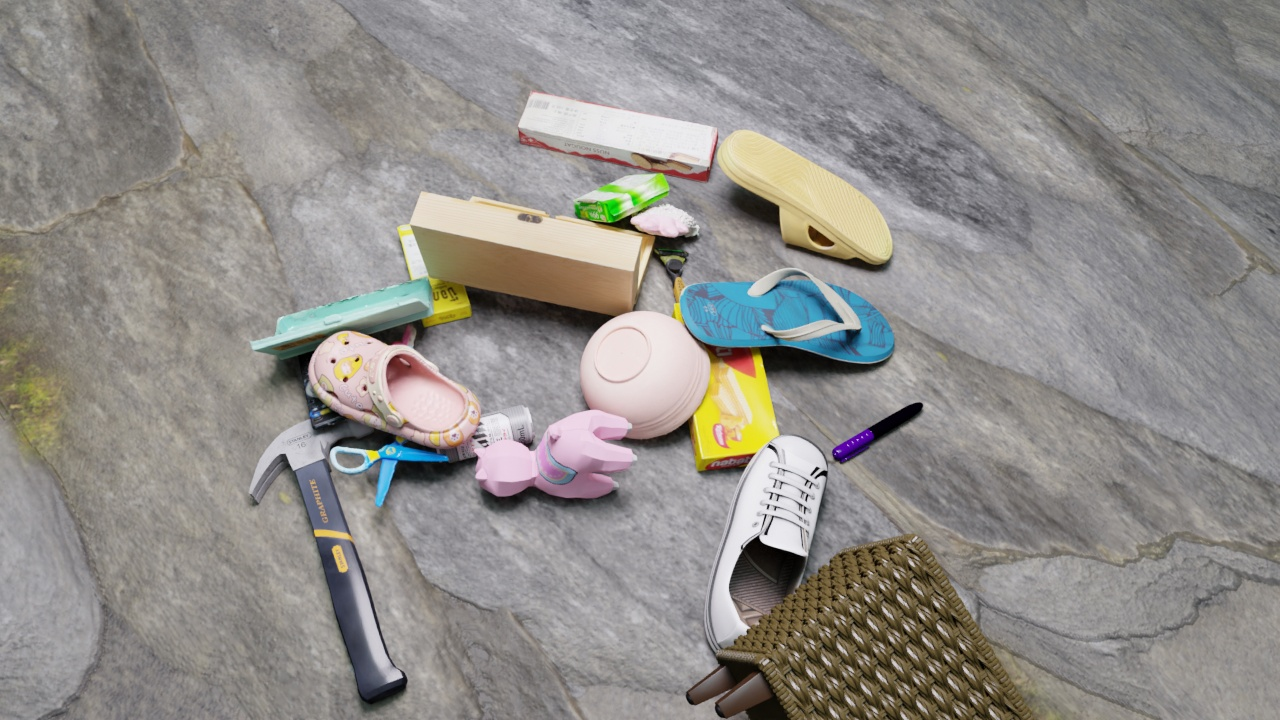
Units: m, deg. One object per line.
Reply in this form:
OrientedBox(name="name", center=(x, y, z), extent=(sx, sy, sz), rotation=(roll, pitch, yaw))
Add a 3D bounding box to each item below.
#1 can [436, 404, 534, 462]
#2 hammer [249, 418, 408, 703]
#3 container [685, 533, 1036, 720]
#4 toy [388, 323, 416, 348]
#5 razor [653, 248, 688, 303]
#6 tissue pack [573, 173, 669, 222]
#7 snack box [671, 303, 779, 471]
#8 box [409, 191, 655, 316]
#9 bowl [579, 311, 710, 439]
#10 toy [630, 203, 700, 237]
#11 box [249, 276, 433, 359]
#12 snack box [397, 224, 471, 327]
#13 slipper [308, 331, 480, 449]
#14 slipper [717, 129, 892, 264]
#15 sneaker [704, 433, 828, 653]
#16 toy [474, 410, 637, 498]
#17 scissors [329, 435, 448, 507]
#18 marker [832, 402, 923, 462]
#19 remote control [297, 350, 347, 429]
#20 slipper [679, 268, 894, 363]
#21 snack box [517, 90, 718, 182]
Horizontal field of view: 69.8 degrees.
OrientedBox(name="can", center=(-0.173, 0.081, 1.012), extent=(0.106, 0.044, 0.044), rotation=(-14, 58, -12))
OrientedBox(name="hammer", center=(-0.302, 0.194, 0.936), extent=(0.139, 0.035, 0.312), rotation=(-22, 61, -15))
OrientedBox(name="container", center=(0.199, 0.338, 0.745), extent=(0.204, 0.177, 0.321), rotation=(-28, 80, -14))
OrientedBox(name="toy", center=(-0.293, 0.008, 1.056), extent=(0.102, 0.050, 0.065), rotation=(-24, 37, 7))
OrientedBox(name="razor", center=(0.051, -0.084, 1.149), extent=(0.044, 0.021, 0.144), rotation=(2, 54, -23))
OrientedBox(name="tissue pack", center=(-0.028, -0.211, 1.188), extent=(0.099, 0.034, 0.114), rotation=(-28, 23, -20))
OrientedBox(name="snack box", center=(0.096, 0.024, 1.056), extent=(0.092, 0.042, 0.200), rotation=(-5, 63, -8))
OrientedBox(name="box", center=(-0.118, -0.129, 1.092), extent=(0.248, 0.119, 0.252), rotation=(13, 15, 3))
OrientedBox(name="bowl", center=(-0.006, 0.006, 1.019), extent=(0.153, 0.076, 0.152), rotation=(-9, 65, 20))
OrientedBox(name="toy", center=(0.029, -0.177, 1.170), extent=(0.096, 0.041, 0.108), rotation=(10, 16, 5))
OrientedBox(name="box", center=(-0.330, -0.045, 1.040), extent=(0.187, 0.055, 0.138), rotation=(-16, 21, -1))
OrientedBox(name="snack box", center=(-0.258, -0.112, 1.145), extent=(0.061, 0.026, 0.148), rotation=(-14, 59, -13))
OrientedBox(name="slipper", center=(-0.261, 0.024, 0.960), extent=(0.197, 0.082, 0.093), rotation=(26, 59, 9))
OrientedBox(name="slipper", center=(0.210, -0.204, 1.202), extent=(0.263, 0.079, 0.099), rotation=(30, 55, -8))
OrientedBox(name="sneaker", center=(0.135, 0.177, 0.919), extent=(0.091, 0.097, 0.244), rotation=(27, 62, -2))
OrientedBox(name="toy", center=(-0.092, 0.103, 0.966), extent=(0.157, 0.124, 0.067), rotation=(4, 55, -20))
OrientedBox(name="scissors", center=(-0.265, 0.096, 0.970), extent=(0.127, 0.013, 0.125), rotation=(2, 58, 5))
OrientedBox(name="marker", center=(0.276, 0.081, 1.058), extent=(0.133, 0.015, 0.018), rotation=(-26, 90, -19))
OrientedBox(name="remote control", center=(-0.354, 0.025, 1.030), extent=(0.045, 0.021, 0.140), rotation=(-21, 44, -10))
OrientedBox(name="slipper", center=(0.182, -0.060, 1.068), extent=(0.294, 0.060, 0.118), rotation=(2, 54, -26))
OrientedBox(name="snack box", center=(-0.031, -0.313, 1.285), extent=(0.273, 0.044, 0.076), rotation=(12, 62, 5))
